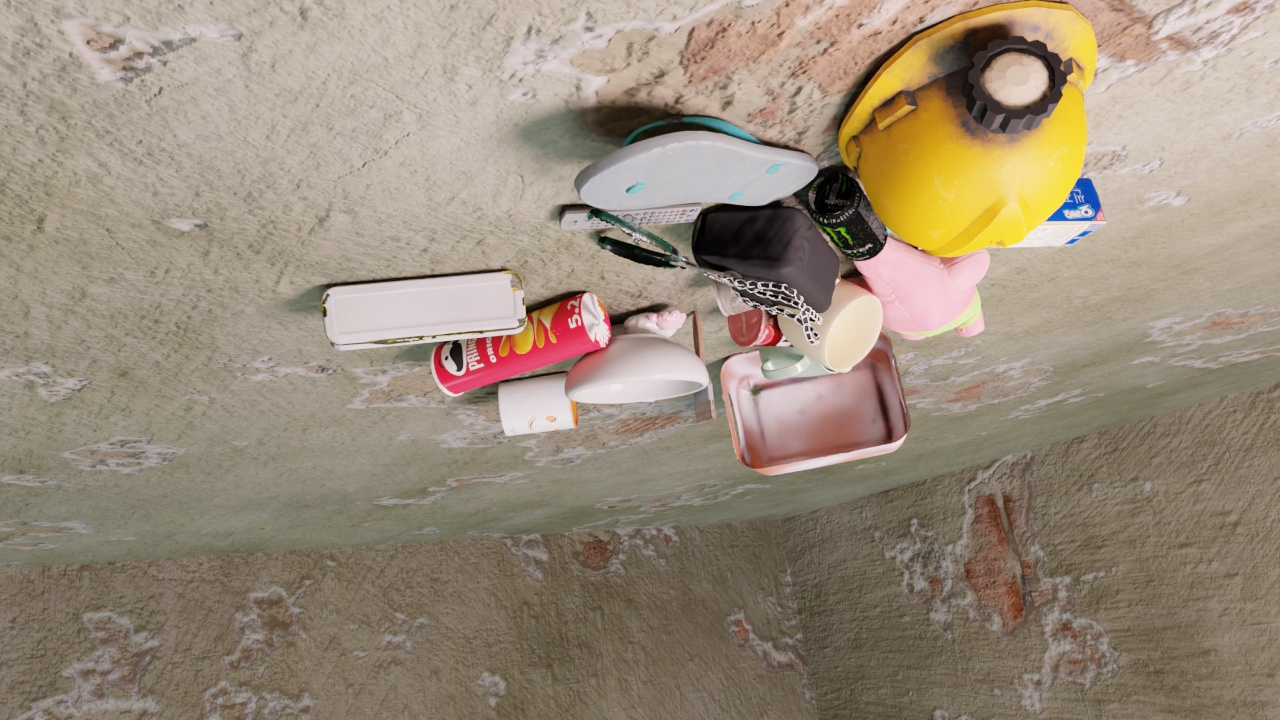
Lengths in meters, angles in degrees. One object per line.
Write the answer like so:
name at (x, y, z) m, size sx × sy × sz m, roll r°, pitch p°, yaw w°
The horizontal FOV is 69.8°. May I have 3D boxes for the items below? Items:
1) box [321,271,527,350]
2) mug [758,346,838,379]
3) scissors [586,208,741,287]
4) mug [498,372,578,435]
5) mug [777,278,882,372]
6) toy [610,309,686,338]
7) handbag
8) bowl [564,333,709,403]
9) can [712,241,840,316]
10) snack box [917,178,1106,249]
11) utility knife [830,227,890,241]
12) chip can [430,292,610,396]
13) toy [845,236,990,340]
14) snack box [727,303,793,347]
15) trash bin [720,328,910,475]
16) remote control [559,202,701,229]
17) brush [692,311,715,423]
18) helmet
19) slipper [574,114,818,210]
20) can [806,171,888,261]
box at (-0.226, -0.051, 0.971) m, size 0.210 × 0.067 × 0.070 m, roll -7°, pitch 161°, yaw -9°
mug at (0.213, -0.009, 1.263) m, size 0.104 × 0.084 × 0.111 m, roll -12°, pitch -157°, yaw 46°
scissors at (-0.001, -0.105, 0.845) m, size 0.201 × 0.015 × 0.204 m, roll 22°, pitch 178°, yaw -41°
mug at (-0.150, 0.065, 1.351) m, size 0.105 × 0.082 × 0.082 m, roll -8°, pitch 163°, yaw 1°
mug at (0.216, -0.043, 1.082) m, size 0.096 × 0.100 × 0.120 m, roll -31°, pitch 133°, yaw -22°
toy at (0.010, -0.041, 1.165) m, size 0.079 × 0.038 × 0.123 m, roll 14°, pitch 155°, yaw -36°
handbag at (0.123, -0.085, 0.936) m, size 0.125 × 0.114 × 0.153 m, roll 10°, pitch 175°, yaw 28°
bowl at (-0.007, 0.007, 1.124) m, size 0.176 × 0.066 × 0.177 m, roll -5°, pitch 169°, yaw -1°
can at (0.153, -0.093, 1.037) m, size 0.136 × 0.054 × 0.054 m, roll -15°, pitch 162°, yaw 21°
snack box at (0.379, -0.154, 0.951) m, size 0.206 × 0.057 × 0.056 m, roll -4°, pitch 161°, yaw -20°
utility knife at (0.292, -0.149, 0.988) m, size 0.176 × 0.015 × 0.022 m, roll -9°, pitch 135°, yaw -1°
chip can at (-0.146, -0.018, 1.106) m, size 0.221 × 0.069 × 0.069 m, roll -17°, pitch 161°, yaw 25°
toy at (0.315, -0.090, 1.082) m, size 0.192 × 0.096 × 0.236 m, roll -11°, pitch 152°, yaw 39°
snack box at (0.179, -0.051, 1.158) m, size 0.121 × 0.072 × 0.072 m, roll 1°, pitch 161°, yaw -31°
trash bin at (0.270, 0.071, 1.418) m, size 0.260 × 0.181 × 0.157 m, roll -13°, pitch 164°, yaw 12°
remote control at (-0.010, -0.139, 0.876) m, size 0.136 × 0.013 × 0.033 m, roll -4°, pitch 162°, yaw -14°
brush at (0.077, 0.007, 1.170) m, size 0.008 × 0.143 × 0.045 m, roll 0°, pitch 170°, yaw -22°
helmet at (0.279, -0.159, 0.760) m, size 0.205 × 0.131 × 0.255 m, roll -11°, pitch 164°, yaw 4°
slipper at (0.056, -0.171, 0.767) m, size 0.268 × 0.054 × 0.098 m, roll -8°, pitch 165°, yaw -43°
can at (0.206, -0.140, 0.909) m, size 0.054 × 0.054 × 0.137 m, roll -16°, pitch 162°, yaw 23°
